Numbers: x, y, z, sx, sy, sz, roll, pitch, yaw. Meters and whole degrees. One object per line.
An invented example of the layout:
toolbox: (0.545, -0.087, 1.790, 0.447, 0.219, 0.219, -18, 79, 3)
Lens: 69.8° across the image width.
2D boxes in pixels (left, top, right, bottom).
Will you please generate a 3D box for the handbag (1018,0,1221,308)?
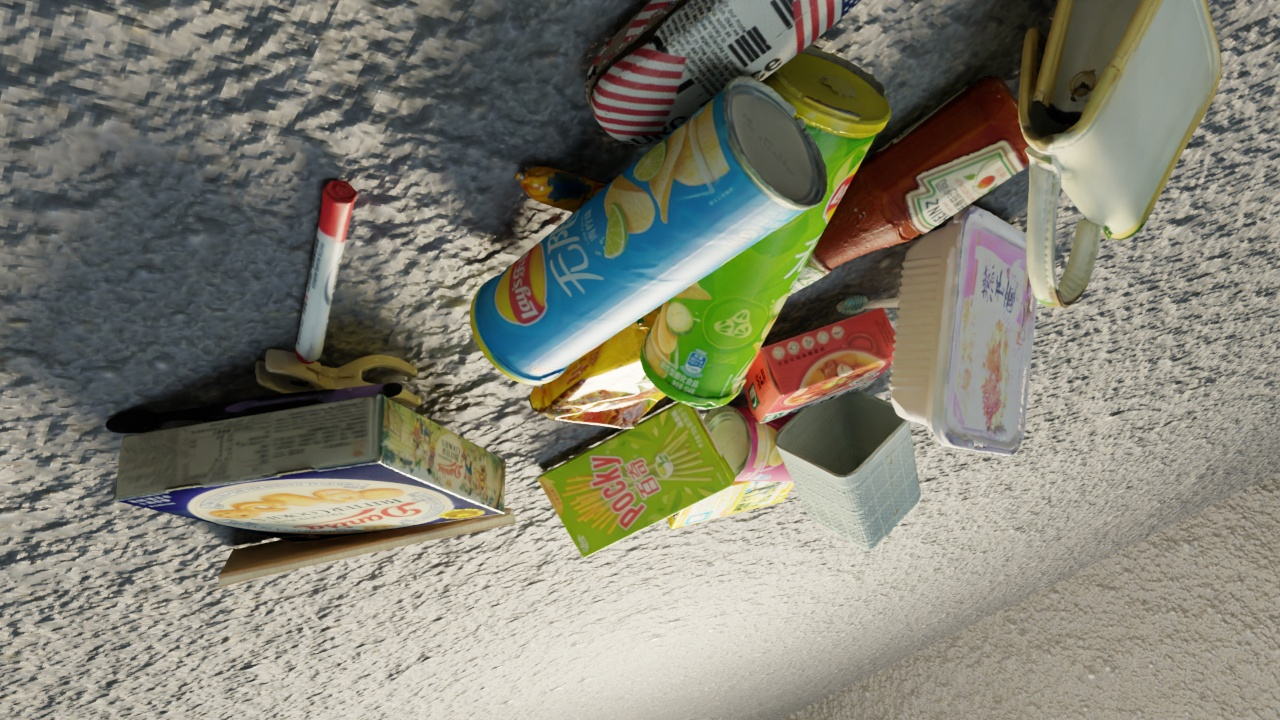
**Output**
handbag: (0.256, -0.123, 0.525, 0.163, 0.063, 0.179, 19, 96, -50)

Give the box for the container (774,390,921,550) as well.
container: (0.188, 0.097, 0.813, 0.089, 0.090, 0.111, -40, 128, -21)

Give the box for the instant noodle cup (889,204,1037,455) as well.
instant noodle cup: (0.242, -0.019, 0.694, 0.137, 0.173, 0.060, 11, 172, -44)

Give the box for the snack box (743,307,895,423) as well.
snack box: (0.133, 0.011, 0.749, 0.127, 0.044, 0.113, -18, 166, -5)

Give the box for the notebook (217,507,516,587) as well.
notebook: (-0.218, 0.139, 0.736, 0.211, 0.012, 0.150, -9, 180, -20)

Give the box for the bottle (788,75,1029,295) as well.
bottle: (0.150, -0.096, 0.587, 0.206, 0.059, 0.059, -35, 148, 24)

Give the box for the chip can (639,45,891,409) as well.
chip can: (0.063, -0.065, 0.535, 0.072, 0.072, 0.222, -4, 137, -28)

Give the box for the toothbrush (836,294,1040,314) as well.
toothbrush: (0.257, -0.053, 0.765, 0.224, 0.026, 0.027, -6, 156, -23)

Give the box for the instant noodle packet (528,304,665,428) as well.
instant noodle packet: (-0.004, 0.004, 0.679, 0.110, 0.044, 0.129, 7, 141, -46)

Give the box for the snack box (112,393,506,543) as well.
snack box: (-0.207, 0.079, 0.613, 0.178, 0.045, 0.182, -10, 159, 14)

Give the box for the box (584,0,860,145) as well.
box: (0.043, -0.164, 0.431, 0.165, 0.059, 0.071, -31, 169, 21)

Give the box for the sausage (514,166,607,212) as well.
sausage: (-0.005, -0.088, 0.541, 0.165, 0.021, 0.022, 8, 140, -41)

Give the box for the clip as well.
clip: (-0.183, 0.012, 0.590, 0.094, 0.035, 0.102, -21, 144, 10)

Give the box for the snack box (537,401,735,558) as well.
snack box: (-0.004, 0.104, 0.808, 0.156, 0.086, 0.026, -28, -177, 15)

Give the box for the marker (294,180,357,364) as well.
marker: (-0.178, -0.044, 0.512, 0.017, 0.017, 0.146, -3, 147, -29)

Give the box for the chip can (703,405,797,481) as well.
chip can: (0.153, 0.083, 0.885, 0.210, 0.071, 0.072, 7, 141, -40)

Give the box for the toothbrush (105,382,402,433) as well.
toothbrush: (-0.237, 0.030, 0.564, 0.189, 0.014, 0.017, -7, 162, 4)

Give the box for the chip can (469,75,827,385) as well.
chip can: (-0.005, -0.058, 0.484, 0.071, 0.071, 0.211, 8, 151, -42)

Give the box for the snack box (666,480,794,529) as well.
snack box: (0.100, 0.136, 0.981, 0.140, 0.033, 0.087, -9, 149, -17)
